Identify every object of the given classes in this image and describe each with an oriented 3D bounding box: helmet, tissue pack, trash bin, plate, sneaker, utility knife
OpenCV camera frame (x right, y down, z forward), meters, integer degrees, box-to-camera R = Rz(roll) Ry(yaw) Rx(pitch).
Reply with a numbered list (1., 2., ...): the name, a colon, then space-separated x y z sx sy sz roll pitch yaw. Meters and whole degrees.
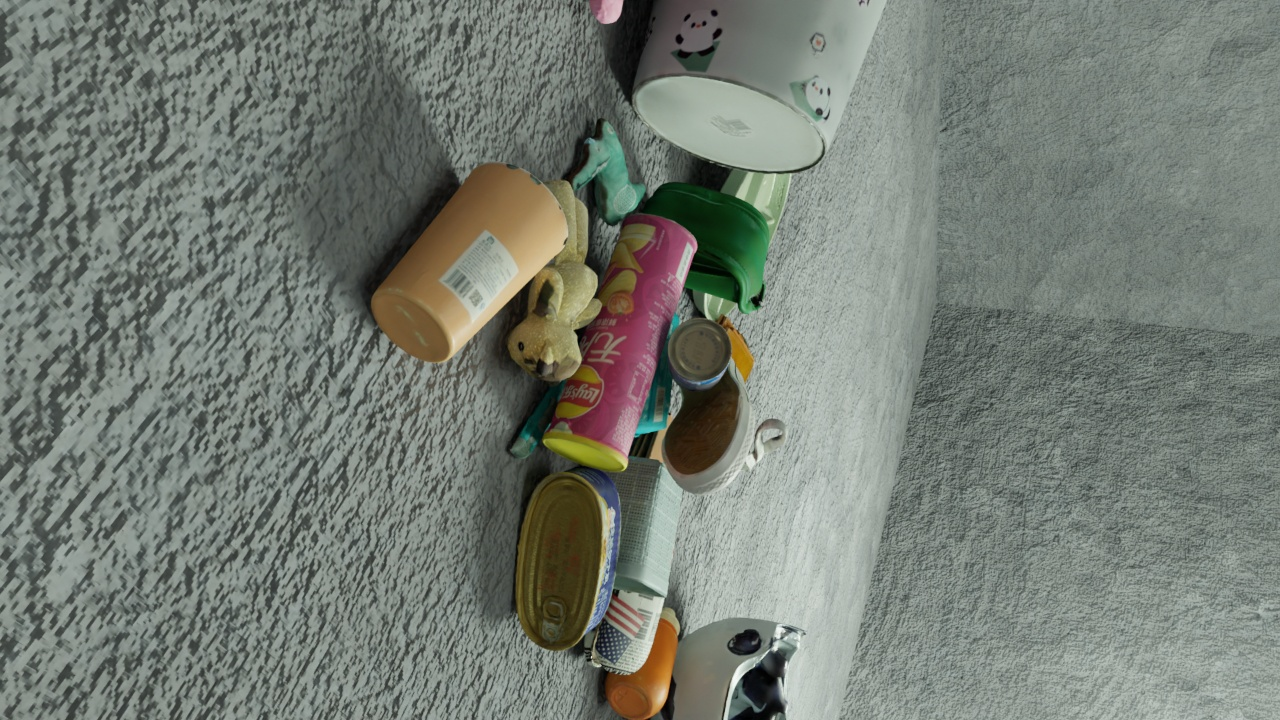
1. helmet: 0.089 0.416 1.101 0.258 0.146 0.229 -18 113 -56
2. tissue pack: -0.005 0.005 0.864 0.093 0.050 0.133 4 94 -67
3. trash bin: 0.114 -0.324 0.837 0.229 0.230 0.251 34 73 -65
4. plate: 0.119 -0.154 1.063 0.229 0.027 0.231 -53 158 -33
5. sneaker: 0.079 0.072 0.876 0.088 0.118 0.240 57 14 -15
6. utility knife: -0.068 0.027 0.772 0.029 0.013 0.157 79 29 -42

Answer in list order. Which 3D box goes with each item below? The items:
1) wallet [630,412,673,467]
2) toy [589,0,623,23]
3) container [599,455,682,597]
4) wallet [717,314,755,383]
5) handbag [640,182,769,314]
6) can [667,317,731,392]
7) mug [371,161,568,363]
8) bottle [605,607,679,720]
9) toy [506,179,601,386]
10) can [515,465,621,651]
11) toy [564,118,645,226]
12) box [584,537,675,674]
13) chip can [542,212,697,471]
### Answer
1. wallet: 0.019 0.117 0.983 0.132 0.031 0.107 69 37 -54
2. toy: -0.024 -0.366 0.660 0.178 0.075 0.194 -68 155 -9
3. container: -0.017 0.149 0.844 0.090 0.090 0.111 51 47 -60
4. wallet: 0.104 0.009 1.123 0.119 0.035 0.130 -67 155 -12
5. handbag: 0.059 -0.105 0.881 0.067 0.131 0.120 -60 155 -19
6. can: 0.051 -0.002 0.810 0.134 0.053 0.053 69 32 -84
7. mug: -0.108 -0.059 0.577 0.122 0.078 0.078 -57 147 -37
8. bottle: 0.011 0.321 1.002 0.149 0.067 0.067 -53 144 -61
9. toy: -0.065 -0.060 0.700 0.105 0.066 0.157 52 41 -74
10. can: -0.059 0.162 0.763 0.049 0.075 0.148 -7 105 -70
11. toy: -0.031 -0.156 0.782 0.096 0.030 0.092 -52 139 -37
12. box: -0.006 0.223 0.896 0.075 0.082 0.163 43 60 -60
13. chip can: -0.014 -0.017 0.768 0.071 0.071 0.210 55 49 -58
